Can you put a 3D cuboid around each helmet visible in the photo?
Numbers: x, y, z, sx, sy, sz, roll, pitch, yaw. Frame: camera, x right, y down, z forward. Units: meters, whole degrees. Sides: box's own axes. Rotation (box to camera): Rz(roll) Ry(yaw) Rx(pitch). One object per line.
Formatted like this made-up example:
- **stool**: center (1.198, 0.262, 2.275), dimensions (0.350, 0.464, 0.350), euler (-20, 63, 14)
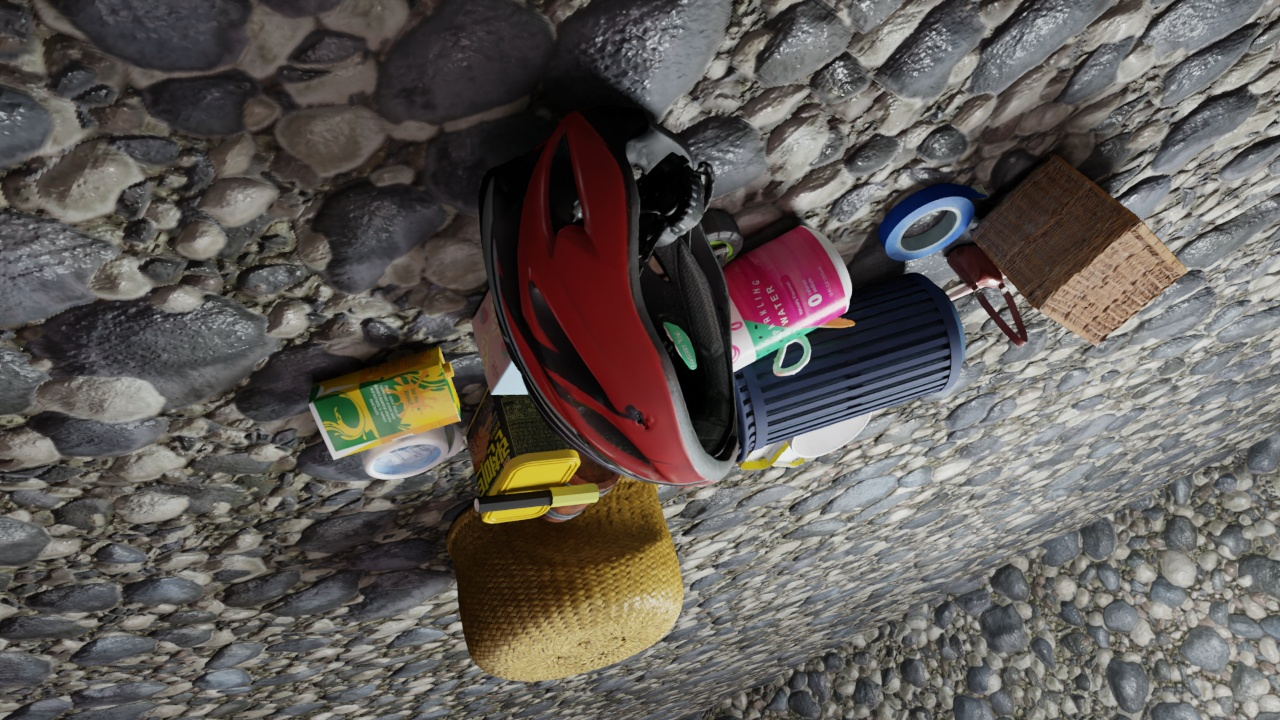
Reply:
- **helmet**: center (-0.008, -0.036, 0.636), dimensions (0.167, 0.272, 0.217), euler (-14, -165, 20)

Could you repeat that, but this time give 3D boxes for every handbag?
- **handbag**: center (0.363, -0.065, 0.941), dimensions (0.055, 0.119, 0.029), euler (-4, 148, -27)

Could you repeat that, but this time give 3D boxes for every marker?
- **marker**: center (-0.100, 0.135, 0.893), dimensions (0.123, 0.017, 0.021), euler (-2, 147, -27)

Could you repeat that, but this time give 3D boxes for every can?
- **can**: center (0.098, -0.048, 0.817), dimensions (0.166, 0.088, 0.088), euler (-28, 152, -4)
- **can**: center (-0.123, 0.088, 0.924), dimensions (0.072, 0.101, 0.131), euler (-3, 147, -29)

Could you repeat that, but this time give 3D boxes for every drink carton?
- **drink carton**: center (-0.220, 0.036, 0.809), dimensions (0.122, 0.041, 0.058), euler (-17, 117, -4)

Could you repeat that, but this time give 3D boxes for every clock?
- **clock**: center (-0.226, 0.081, 0.903), dimensions (0.089, 0.052, 0.125), euler (-26, 154, 9)

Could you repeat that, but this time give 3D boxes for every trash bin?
- **trash bin**: center (0.193, 0.001, 0.935), dimensions (0.249, 0.139, 0.139), euler (-16, 152, -10)

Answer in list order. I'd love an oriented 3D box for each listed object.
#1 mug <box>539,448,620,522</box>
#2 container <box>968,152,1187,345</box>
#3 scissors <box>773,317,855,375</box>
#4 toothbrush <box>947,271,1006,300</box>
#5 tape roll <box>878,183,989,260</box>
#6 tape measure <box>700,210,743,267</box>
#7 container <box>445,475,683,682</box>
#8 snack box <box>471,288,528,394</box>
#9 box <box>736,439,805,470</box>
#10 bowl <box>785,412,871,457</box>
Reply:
- **mug**: center (-0.067, 0.130, 1.073), dimensions (0.117, 0.081, 0.111), euler (-23, 163, -40)
- **container**: center (0.431, -0.106, 0.904), dimensions (0.198, 0.112, 0.114), euler (15, 126, -46)
- **scissors**: center (0.138, -0.040, 0.863), dimensions (0.125, 0.128, 0.011), euler (8, 152, 17)
- **toothbrush**: center (0.357, -0.078, 1.027), dimensions (0.181, 0.015, 0.018), euler (-26, 145, 13)
- **tape roll**: center (0.273, -0.131, 0.878), dimensions (0.091, 0.016, 0.093), euler (-7, 149, -22)
- **tape measure**: center (0.055, -0.096, 0.781), dimensions (0.065, 0.035, 0.059), euler (-20, 152, 2)
- **container**: center (-0.096, 0.295, 1.212), dimensions (0.307, 0.196, 0.307), euler (-14, 152, -8)
- **snack box**: center (-0.078, -0.028, 0.772), dimensions (0.092, 0.079, 0.095), euler (0, 144, -33)
- **box**: center (0.215, 0.066, 1.151), dimensions (0.127, 0.023, 0.210), euler (2, 134, -40)
- **bowl**: center (0.213, 0.062, 1.079), dimensions (0.104, 0.054, 0.105), euler (-16, 141, -13)
